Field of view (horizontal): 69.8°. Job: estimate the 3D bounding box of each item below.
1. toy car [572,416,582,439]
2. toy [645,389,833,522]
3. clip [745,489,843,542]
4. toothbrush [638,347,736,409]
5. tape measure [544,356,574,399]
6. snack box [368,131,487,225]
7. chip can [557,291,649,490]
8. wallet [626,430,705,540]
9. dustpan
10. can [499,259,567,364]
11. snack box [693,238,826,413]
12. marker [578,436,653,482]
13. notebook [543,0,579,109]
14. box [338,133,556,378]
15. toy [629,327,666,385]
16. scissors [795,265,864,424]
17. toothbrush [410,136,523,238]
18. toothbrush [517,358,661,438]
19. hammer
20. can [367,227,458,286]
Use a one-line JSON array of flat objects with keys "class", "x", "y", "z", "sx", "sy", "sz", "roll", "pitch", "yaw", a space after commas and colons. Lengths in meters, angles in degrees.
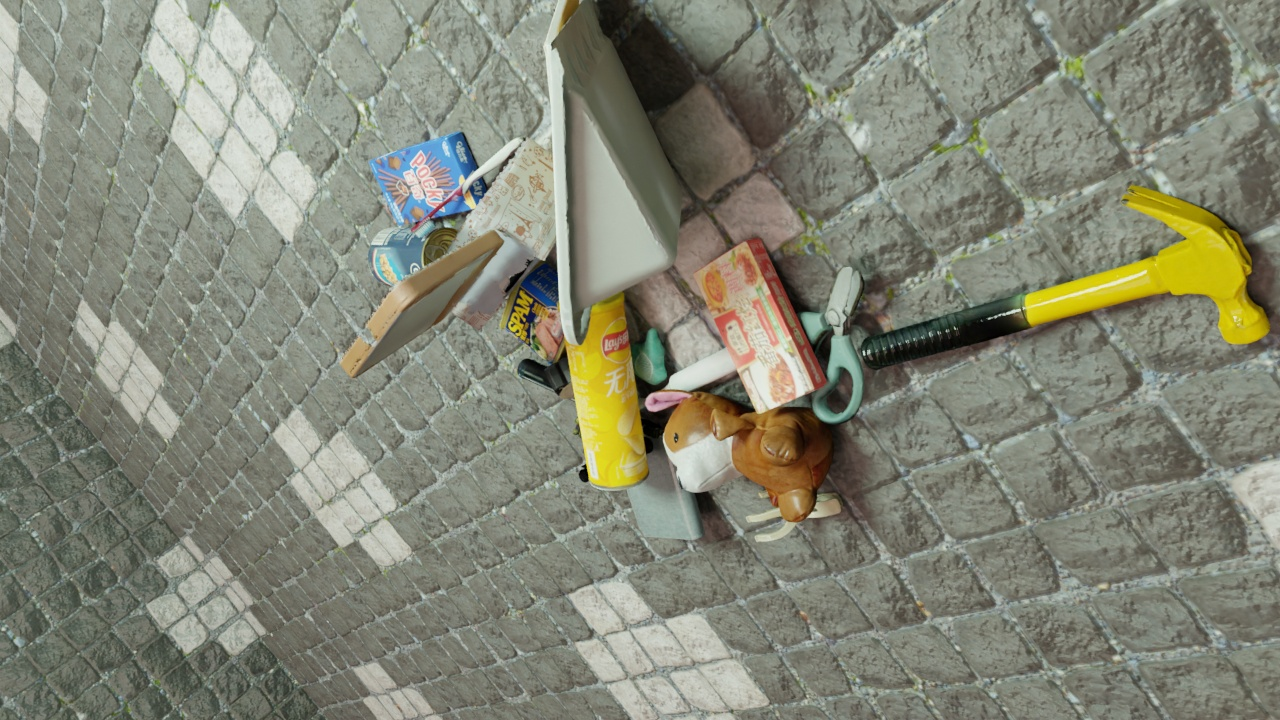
[{"class": "toy car", "x": -0.054, "y": 0.084, "z": 1.100, "sx": 0.049, "sy": 0.031, "sz": 0.106, "roll": 39, "pitch": 165, "yaw": 6}, {"class": "toy", "x": 0.095, "y": 0.094, "z": 0.946, "sx": 0.200, "sy": 0.130, "sz": 0.140, "roll": 19, "pitch": 139, "yaw": 42}, {"class": "clip", "x": 0.164, "y": 0.158, "z": 0.998, "sx": 0.101, "sy": 0.096, "sz": 0.035, "roll": -25, "pitch": 104, "yaw": 4}, {"class": "toothbrush", "x": 0.058, "y": 0.018, "z": 0.982, "sx": 0.222, "sy": 0.026, "sz": 0.026, "roll": -29, "pitch": 56, "yaw": 48}, {"class": "tape measure", "x": -0.071, "y": 0.016, "z": 1.057, "sx": 0.033, "sy": 0.066, "sz": 0.066, "roll": 63, "pitch": -178, "yaw": 19}, {"class": "snack box", "x": -0.249, "y": -0.211, "z": 1.075, "sx": 0.157, "sy": 0.026, "sz": 0.084, "roll": -2, "pitch": 118, "yaw": 42}, {"class": "chip can", "x": -0.038, "y": 0.032, "z": 0.993, "sx": 0.072, "sy": 0.071, "sz": 0.213, "roll": 7, "pitch": 114, "yaw": 37}, {"class": "wallet", "x": 0.023, "y": 0.147, "z": 1.097, "sx": 0.107, "sy": 0.036, "sz": 0.130, "roll": -8, "pitch": 100, "yaw": 47}, {"class": "dustpan", "x": -0.055, "y": -0.151, "z": 0.807, "sx": 0.143, "sy": 0.222, "sz": 0.258, "roll": -23, "pitch": 116, "yaw": 17}, {"class": "can", "x": -0.105, "y": -0.052, "z": 1.048, "sx": 0.083, "sy": 0.057, "sz": 0.102, "roll": 37, "pitch": 138, "yaw": 10}, {"class": "snack box", "x": 0.112, "y": -0.031, "z": 0.869, "sx": 0.075, "sy": 0.025, "sz": 0.153, "roll": -29, "pitch": 83, "yaw": 44}, {"class": "marker", "x": -0.031, "y": 0.119, "z": 1.098, "sx": 0.132, "sy": 0.020, "sz": 0.022, "roll": -31, "pitch": 53, "yaw": 46}, {"class": "notebook", "x": -0.062, "y": -0.219, "z": 0.811, "sx": 0.010, "sy": 0.145, "sz": 0.207, "roll": 3, "pitch": 138, "yaw": 3}, {"class": "box", "x": -0.175, "y": -0.087, "z": 0.916, "sx": 0.102, "sy": 0.260, "sz": 0.179, "roll": 35, "pitch": 140, "yaw": -15}, {"class": "toy", "x": -0.006, "y": 0.006, "z": 1.025, "sx": 0.092, "sy": 0.030, "sz": 0.096, "roll": 7, "pitch": 117, "yaw": 42}, {"class": "scissors", "x": 0.183, "y": -0.004, "z": 0.829, "sx": 0.129, "sy": 0.019, "sz": 0.186, "roll": 59, "pitch": 152, "yaw": 17}, {"class": "toothbrush", "x": -0.192, "y": -0.189, "z": 1.014, "sx": 0.188, "sy": 0.016, "sz": 0.017, "roll": -32, "pitch": 111, "yaw": 30}, {"class": "toothbrush", "x": -0.062, "y": 0.045, "z": 1.096, "sx": 0.213, "sy": 0.026, "sz": 0.027, "roll": 23, "pitch": 120, "yaw": 30}, {"class": "hammer", "x": 0.307, "y": -0.041, "z": 0.723, "sx": 0.302, "sy": 0.032, "sz": 0.129, "roll": -20, "pitch": 105, "yaw": 46}, {"class": "can", "x": -0.271, "y": -0.125, "z": 1.120, "sx": 0.111, "sy": 0.075, "sz": 0.075, "roll": 7, "pitch": 124, "yaw": 38}]
